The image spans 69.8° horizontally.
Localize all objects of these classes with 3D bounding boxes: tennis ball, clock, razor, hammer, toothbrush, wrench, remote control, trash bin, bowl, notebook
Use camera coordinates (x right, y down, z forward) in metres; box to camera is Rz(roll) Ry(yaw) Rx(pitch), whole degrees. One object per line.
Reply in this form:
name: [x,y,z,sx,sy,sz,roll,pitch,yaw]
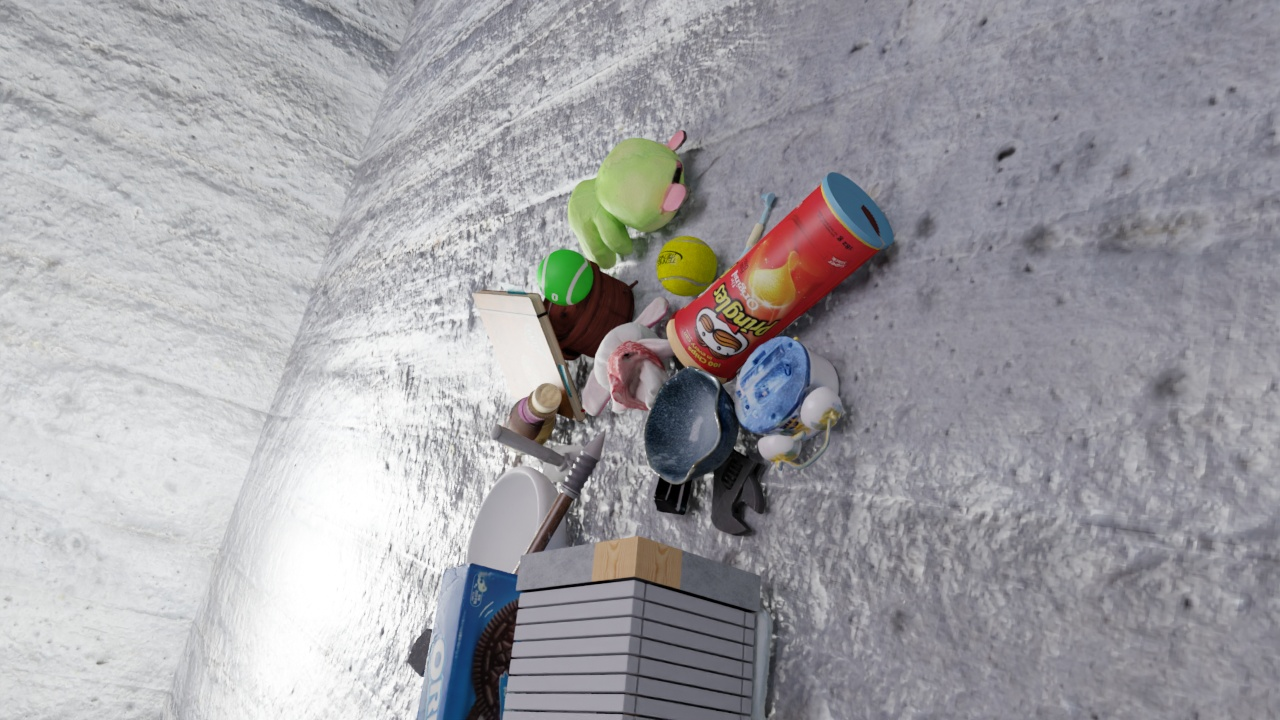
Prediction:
tennis ball: [-0.088,-0.097,1.065,0.066,0.065,0.065,-35,43,42]
clock: [-0.073,-0.062,1.154,0.158,0.072,0.120,1,72,57]
clock: [0.130,0.038,0.795,0.089,0.052,0.125,-46,37,31]
razor: [-0.125,0.106,1.085,0.088,0.116,0.047,-6,60,56]
hammer: [-0.118,0.213,0.961,0.156,0.043,0.322,23,81,47]
toothbrush: [0.105,-0.104,0.959,0.022,0.016,0.155,-5,-61,-88]
wrench: [0.069,0.064,0.910,0.073,0.018,0.272,-52,33,25]
remote control: [0.041,0.076,0.908,0.047,0.022,0.150,-11,64,61]
trash bin: [-0.011,0.281,0.716,0.143,0.142,0.246,-19,56,43]
bowl: [0.055,0.064,0.851,0.111,0.055,0.110,-30,50,44]
notebook: [-0.147,-0.018,1.169,0.250,0.014,0.178,11,124,63]
bowl: [-0.136,0.216,1.078,0.177,0.066,0.176,-35,43,42]
tennis ball: [0.050,-0.102,0.996,0.066,0.065,0.065,-35,43,42]

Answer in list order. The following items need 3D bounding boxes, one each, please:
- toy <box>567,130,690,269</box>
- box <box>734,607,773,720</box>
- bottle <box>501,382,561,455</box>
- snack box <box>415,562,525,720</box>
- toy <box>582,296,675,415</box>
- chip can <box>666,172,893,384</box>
toy: [-0.020,-0.206,1.142,0.197,0.107,0.149,-43,36,48]
box: [0.035,0.313,0.787,0.192,0.045,0.209,-16,58,53]
bottle: [-0.130,0.069,1.126,0.166,0.059,0.059,130,150,-63]
snack box: [-0.105,0.324,0.837,0.056,0.195,0.238,-24,51,46]
toy: [-0.006,0.006,0.979,0.159,0.084,0.194,-56,18,3]
chip can: [0.123,-0.070,0.843,0.214,0.087,0.087,-43,39,34]
